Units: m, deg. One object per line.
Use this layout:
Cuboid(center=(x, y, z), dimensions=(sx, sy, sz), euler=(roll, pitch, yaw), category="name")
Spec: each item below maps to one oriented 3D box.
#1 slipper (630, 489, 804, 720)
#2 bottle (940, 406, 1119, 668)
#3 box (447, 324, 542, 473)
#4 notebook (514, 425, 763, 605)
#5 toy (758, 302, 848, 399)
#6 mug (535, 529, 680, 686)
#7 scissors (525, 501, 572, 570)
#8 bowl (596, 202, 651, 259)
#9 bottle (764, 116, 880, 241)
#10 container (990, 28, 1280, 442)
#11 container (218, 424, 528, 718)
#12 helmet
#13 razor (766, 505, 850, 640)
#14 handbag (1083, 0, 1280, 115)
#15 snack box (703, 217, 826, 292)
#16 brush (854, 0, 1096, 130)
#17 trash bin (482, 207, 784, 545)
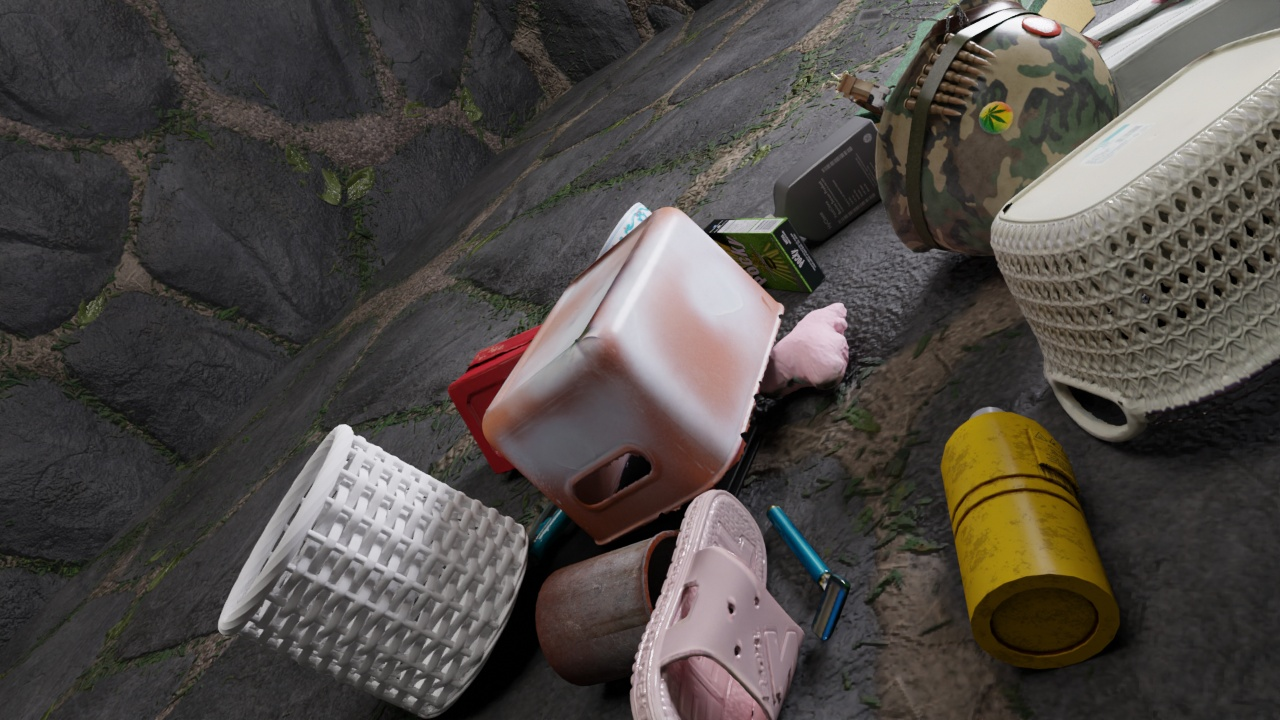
Cuboid(center=(0.060, 0.161, 0.578), dimensions=(0.065, 0.094, 0.238), euler=(-32, 17, 26), category="slipper")
Cuboid(center=(0.212, 0.084, 0.519), dimensions=(0.071, 0.071, 0.163), euler=(-28, 25, 25), category="bottle")
Cuboid(center=(-0.125, 0.042, 1.037), dimensions=(0.158, 0.135, 0.117), euler=(-21, 26, 39), category="box")
Cuboid(center=(-0.012, 0.142, 0.820), dimensions=(0.232, 0.019, 0.168), euler=(-18, 29, 41), category="notebook")
Cuboid(center=(0.152, -0.010, 0.809), dimensions=(0.099, 0.052, 0.095), euler=(-17, 38, 56), category="toy")
Cuboid(center=(-0.004, 0.170, 0.665), dimensions=(0.110, 0.096, 0.122), euler=(-20, 20, 30), category="mug")
Cuboid(center=(-0.089, 0.162, 0.843), dimensions=(0.151, 0.019, 0.130), euler=(-40, 14, 12), category="scissors")
Cuboid(center=(-0.006, -0.128, 1.218), dimensions=(0.144, 0.074, 0.144), euler=(-58, -5, -8), category="bowl")
Cuboid(center=(0.202, -0.186, 1.032), dimensions=(0.174, 0.084, 0.046), euler=(-38, 22, 5), category="bottle")
Cuboid(center=(0.339, -0.083, 0.546), dimensions=(0.251, 0.143, 0.184), euler=(-37, 8, 3), category="container")
Cuboid(center=(-0.224, 0.181, 0.786), dimensions=(0.190, 0.186, 0.189), euler=(-48, 21, 25), category="container")
Cuboid(center=(0.275, -0.202, 0.775), dimensions=(0.237, 0.192, 0.224), euler=(10, 94, 41), category="helmet")
Cuboid(center=(0.115, 0.137, 0.636), dimensions=(0.144, 0.022, 0.042), euler=(-116, 42, -71), category="razor")
Cuboid(center=(0.478, -0.286, 0.782), dimensions=(0.199, 0.096, 0.141), euler=(-30, 23, 25), category="handbag")
Cuboid(center=(0.132, -0.117, 1.009), dimensions=(0.025, 0.080, 0.148), euler=(-44, 23, -14), category="snack box")
Cuboid(center=(0.383, -0.338, 1.051), dimensions=(0.195, 0.075, 0.249), euler=(-10, 36, 49), category="brush")
Cuboid(center=(-0.005, 0.005, 0.811), dimensions=(0.182, 0.157, 0.258), euler=(-35, 20, 38), category="trash bin")
